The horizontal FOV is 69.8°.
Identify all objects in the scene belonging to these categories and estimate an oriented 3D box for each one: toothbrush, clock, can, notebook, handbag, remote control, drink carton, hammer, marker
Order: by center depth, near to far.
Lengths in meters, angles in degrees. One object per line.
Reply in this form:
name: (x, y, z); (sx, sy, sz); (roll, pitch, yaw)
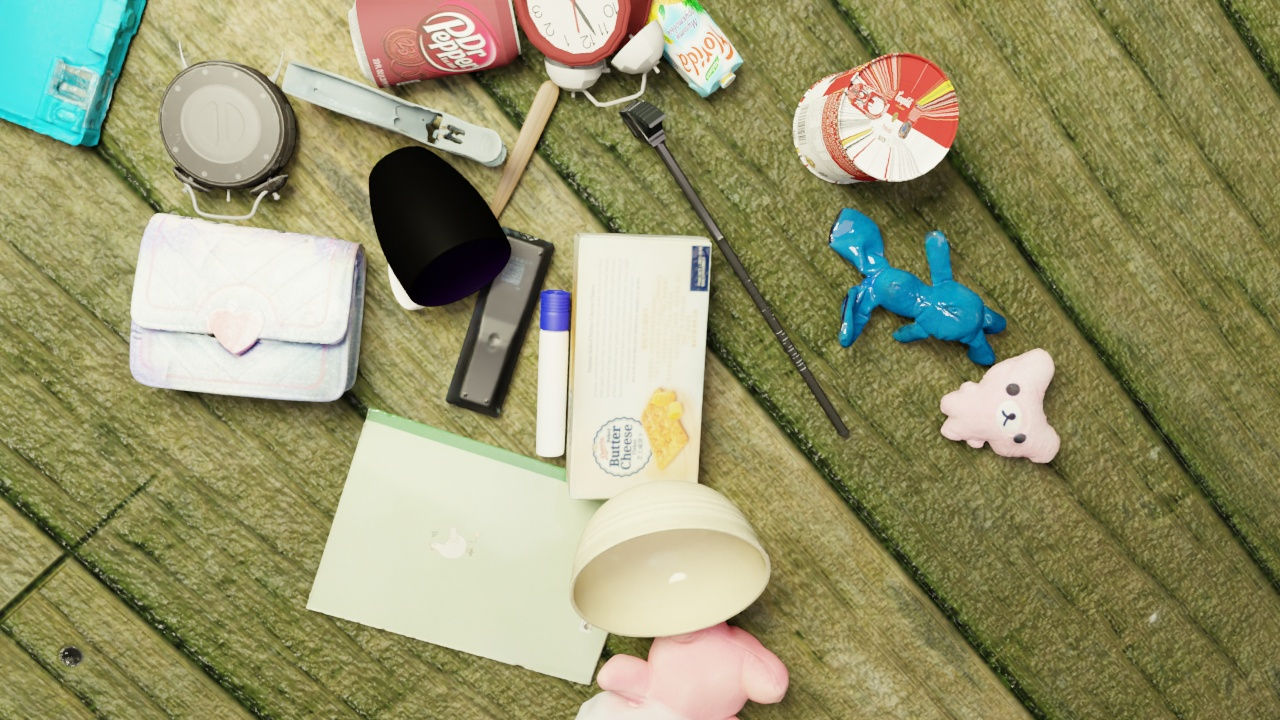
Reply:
clock: (-0.037, -0.253, 0.663); (0.096, 0.048, 0.138); (-7, 118, 29)
can: (-0.148, -0.239, 0.667); (0.114, 0.063, 0.063); (-11, 102, -4)
clock: (-0.301, -0.167, 0.675); (0.091, 0.043, 0.123); (3, 101, -6)
can: (0.171, -0.177, 0.685); (0.086, 0.116, 0.087); (-1, 101, -6)
handbag: (-0.293, -0.038, 0.690); (0.158, 0.069, 0.126); (7, 98, -5)
drink carton: (0.024, -0.258, 0.694); (0.044, 0.038, 0.129); (-42, 101, 3)
toothbrush: (-0.103, -0.140, 0.716); (0.016, 0.016, 0.167); (24, 97, -11)
hammer: (0.086, -0.062, 0.725); (0.015, 0.095, 0.325); (-36, 109, 0)
remote control: (-0.113, -0.029, 0.732); (0.047, 0.022, 0.150); (17, 98, -9)
marker: (-0.071, 0.011, 0.743); (0.023, 0.027, 0.133); (2, 103, -6)
notebook: (-0.132, 0.161, 0.773); (0.252, 0.010, 0.182); (18, 98, -9)

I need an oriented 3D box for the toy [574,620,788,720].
toy: (0.017, 0.307, 0.778); (0.142, 0.084, 0.213); (36, 92, 0)

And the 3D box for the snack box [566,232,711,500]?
snack box: (-0.004, 0.004, 0.729); (0.104, 0.057, 0.208); (1, 100, -10)

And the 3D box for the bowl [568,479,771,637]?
bowl: (0.018, 0.142, 0.703); (0.150, 0.075, 0.151); (-6, 136, -6)

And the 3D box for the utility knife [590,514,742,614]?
utility knife: (0.025, 0.169, 0.777); (0.163, 0.030, 0.017); (30, 130, -14)

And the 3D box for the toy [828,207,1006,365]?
toy: (0.224, -0.042, 0.744); (0.176, 0.071, 0.112); (25, 86, -10)

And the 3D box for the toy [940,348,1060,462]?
toy: (0.302, 0.043, 0.775); (0.096, 0.052, 0.099); (-8, 103, 7)

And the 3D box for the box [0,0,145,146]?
box: (-0.440, -0.287, 0.632); (0.185, 0.056, 0.227); (20, 98, -19)

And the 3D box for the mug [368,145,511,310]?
mug: (-0.164, -0.094, 0.689); (0.119, 0.084, 0.100); (-46, 69, 41)

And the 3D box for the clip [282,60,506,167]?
clip: (-0.177, -0.181, 0.687); (0.163, 0.107, 0.028); (20, 99, -5)
